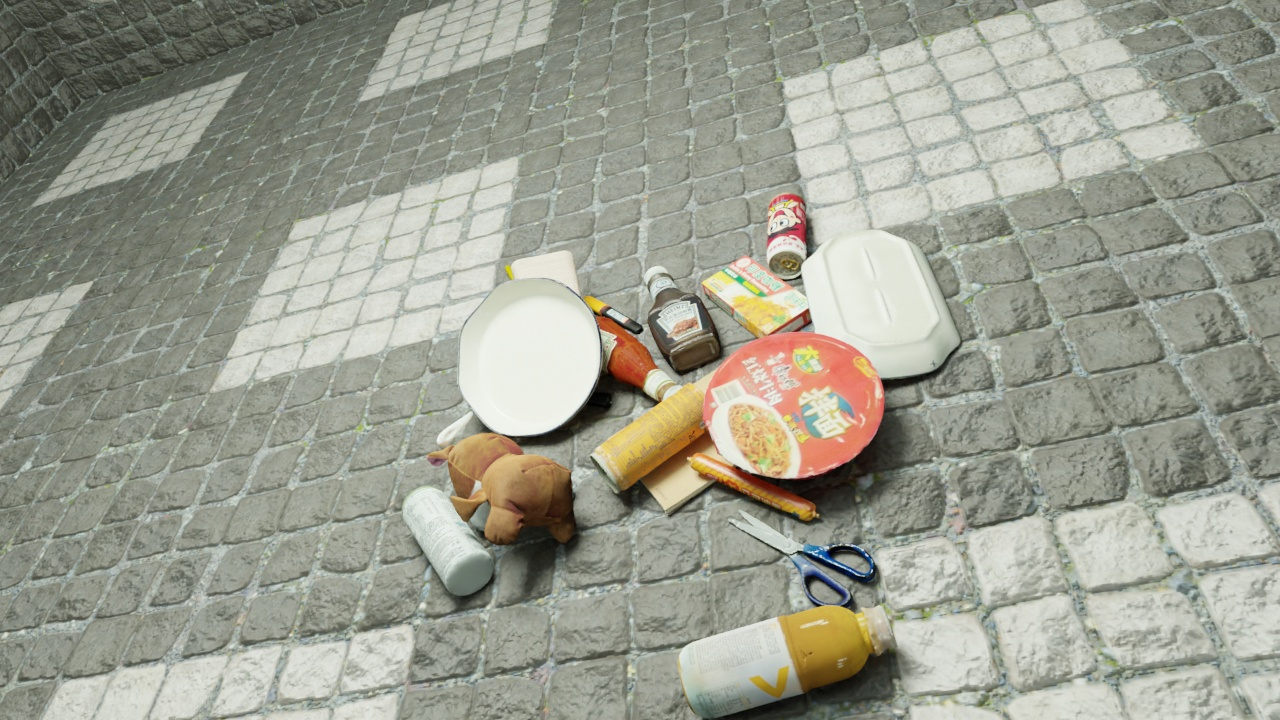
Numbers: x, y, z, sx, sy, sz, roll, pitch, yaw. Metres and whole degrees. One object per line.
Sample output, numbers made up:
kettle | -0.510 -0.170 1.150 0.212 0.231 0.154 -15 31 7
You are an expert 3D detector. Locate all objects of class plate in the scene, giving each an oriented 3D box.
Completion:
plate | 0.286 -0.081 1.114 0.162 0.034 0.265 -6 43 6
plate | -0.138 -0.003 1.179 0.205 0.045 0.204 -3 82 19

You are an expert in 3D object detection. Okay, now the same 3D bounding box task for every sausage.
sausage | 0.118 0.134 0.983 0.165 0.021 0.021 21 57 33

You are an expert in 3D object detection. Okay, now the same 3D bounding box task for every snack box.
snack box | 0.154 -0.080 1.204 0.077 0.027 0.156 -32 41 -12

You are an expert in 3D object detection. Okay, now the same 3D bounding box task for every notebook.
notebook | 0.081 0.078 1.082 0.211 0.012 0.149 -32 40 -10

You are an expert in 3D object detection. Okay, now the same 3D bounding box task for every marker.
marker | -0.093 0.045 1.199 0.131 0.018 0.022 9 42 32
marker | -0.040 -0.064 1.293 0.018 0.015 0.124 -39 45 -23

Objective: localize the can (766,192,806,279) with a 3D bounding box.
can | 0.201 -0.172 1.259 0.053 0.053 0.132 -9 43 18

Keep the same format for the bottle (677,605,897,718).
bottle | 0.130 0.262 0.814 0.190 0.068 0.068 -19 40 7

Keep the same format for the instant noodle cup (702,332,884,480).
instant noodle cup | 0.167 0.060 1.002 0.194 0.066 0.193 -8 51 9

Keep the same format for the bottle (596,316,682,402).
bottle | -0.007 0.007 1.164 0.059 0.060 0.206 -36 41 -14

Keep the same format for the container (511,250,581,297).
container | -0.124 -0.078 1.280 0.090 0.090 0.110 -12 49 -6

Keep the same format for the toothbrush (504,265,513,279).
toothbrush | -0.172 -0.098 1.394 0.016 0.016 0.190 -26 40 -9

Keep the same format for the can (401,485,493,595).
can | -0.224 0.205 1.057 0.058 0.058 0.147 -36 41 -14

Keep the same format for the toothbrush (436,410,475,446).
toothbrush | -0.227 0.077 1.167 0.016 0.016 0.179 -24 9 13

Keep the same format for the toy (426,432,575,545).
toy | -0.158 0.147 1.058 0.200 0.140 0.130 29 104 45

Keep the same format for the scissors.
scissors | 0.163 0.185 0.926 0.125 0.012 0.173 -26 39 1

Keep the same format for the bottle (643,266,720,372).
bottle | 0.046 -0.063 1.227 0.080 0.044 0.194 -23 39 0

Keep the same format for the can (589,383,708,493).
can | 0.016 0.088 1.047 0.146 0.058 0.058 -35 41 -13
